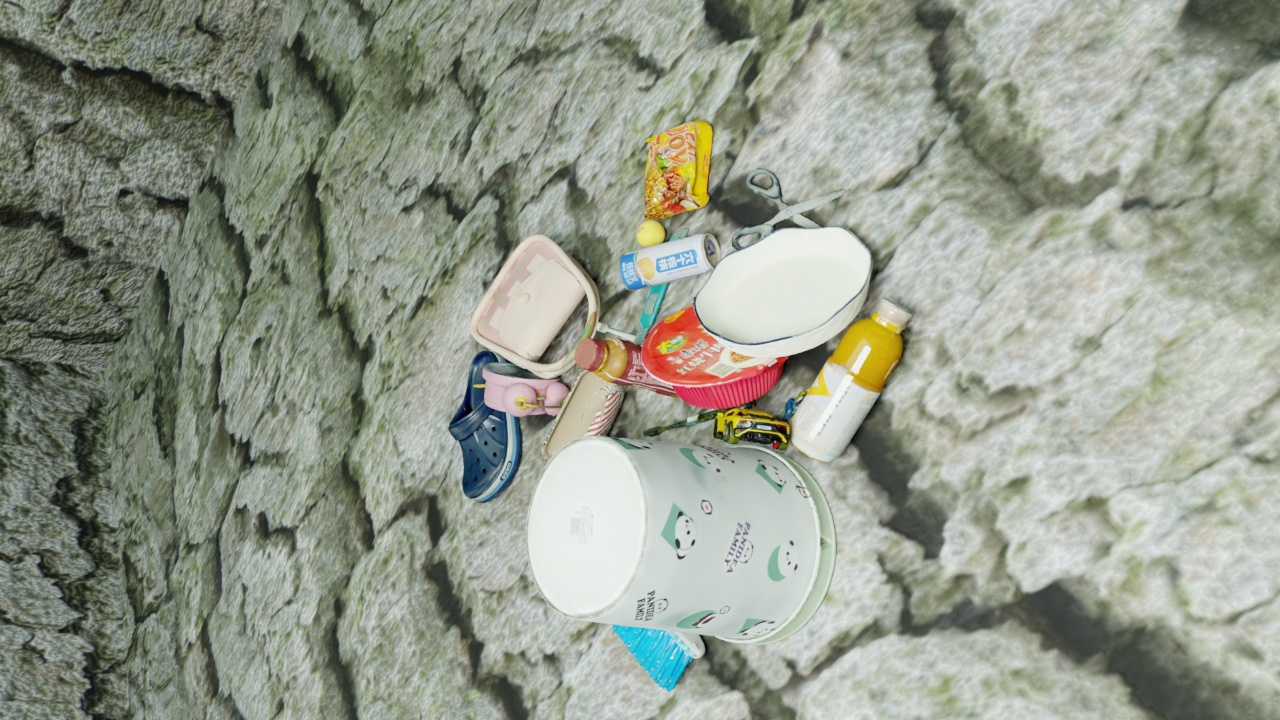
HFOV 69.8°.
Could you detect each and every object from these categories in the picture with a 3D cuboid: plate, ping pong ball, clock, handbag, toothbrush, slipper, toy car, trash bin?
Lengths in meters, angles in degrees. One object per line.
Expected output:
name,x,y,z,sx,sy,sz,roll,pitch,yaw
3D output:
plate,0.128,0.219,1.092,0.231,0.027,0.230,-14,70,42
plate,0.166,-0.077,1.051,0.205,0.045,0.204,-18,37,14
ping pong ball,0.015,-0.179,1.302,0.040,0.040,0.040,-14,69,43
clock,-0.172,0.047,1.385,0.159,0.117,0.060,18,103,49
handbag,-0.137,-0.065,1.363,0.193,0.093,0.234,-55,43,4
toothbrush,0.073,0.076,1.192,0.186,0.017,0.012,-20,78,41
slipper,-0.254,0.098,1.472,0.105,0.095,0.252,-22,61,43
toy car,0.124,0.077,1.055,0.156,0.071,0.041,149,129,-84
trash bin,0.030,0.189,0.997,0.230,0.251,0.229,-15,68,42
toothbrush,-0.011,-0.032,1.308,0.180,0.016,0.016,21,92,46

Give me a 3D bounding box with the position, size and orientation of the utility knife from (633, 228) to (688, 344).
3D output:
utility knife,0.019,-0.083,1.283,0.029,0.013,0.222,21,91,43

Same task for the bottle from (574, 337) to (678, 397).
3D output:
bottle,-0.007,0.007,1.178,0.058,0.174,0.057,-15,69,43

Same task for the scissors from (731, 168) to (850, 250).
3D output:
scissors,0.181,-0.184,1.153,0.160,0.014,0.181,-49,50,25

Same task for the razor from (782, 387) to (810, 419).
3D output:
razor,0.216,0.014,1.060,0.143,0.022,0.042,-52,4,19

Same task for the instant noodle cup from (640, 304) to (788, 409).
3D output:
instant noodle cup,0.100,-0.004,1.100,0.194,0.193,0.066,20,138,47

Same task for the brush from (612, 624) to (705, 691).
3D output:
brush,-0.025,0.256,1.156,0.314,0.060,0.110,50,114,18

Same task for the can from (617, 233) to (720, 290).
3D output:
can,0.038,-0.133,1.241,0.135,0.053,0.053,-11,71,31

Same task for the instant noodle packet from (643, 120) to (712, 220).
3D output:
instant noodle packet,0.050,-0.269,1.290,0.111,0.044,0.128,-8,74,40

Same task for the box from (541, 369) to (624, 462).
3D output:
box,-0.086,0.090,1.311,0.087,0.076,0.162,30,105,18

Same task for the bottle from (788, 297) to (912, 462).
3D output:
bottle,0.232,0.021,1.006,0.068,0.068,0.190,43,110,43
